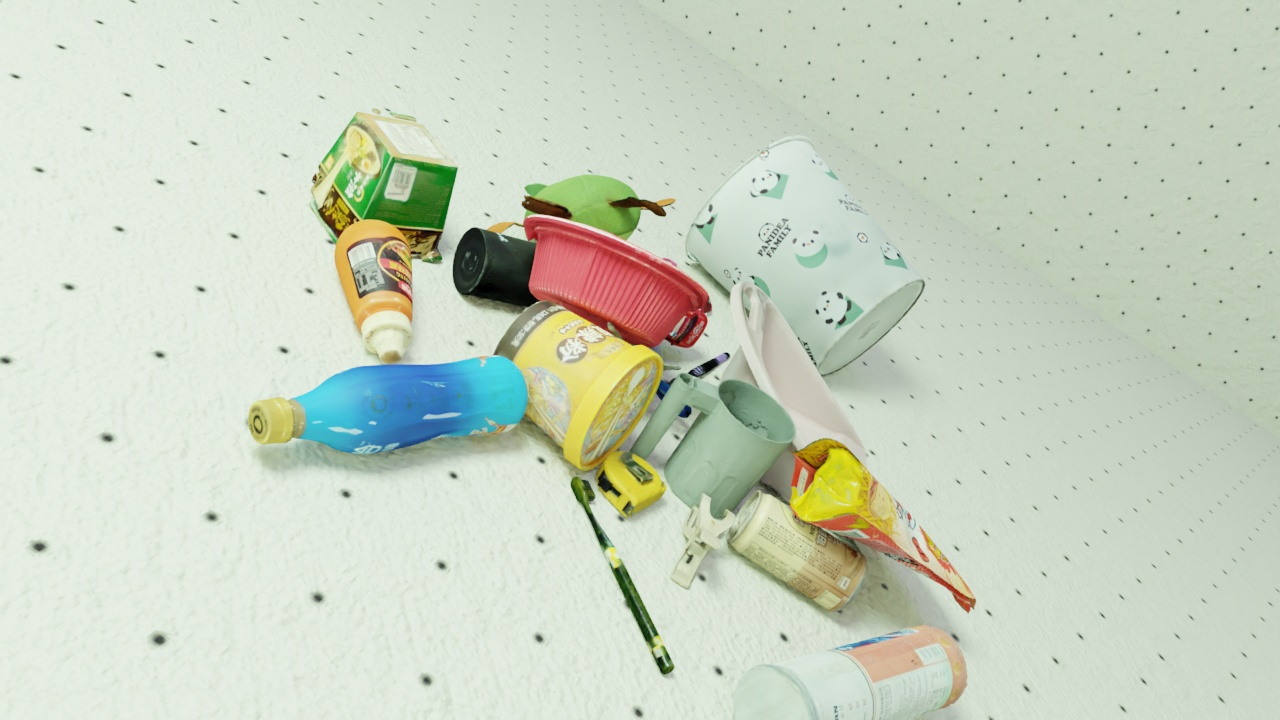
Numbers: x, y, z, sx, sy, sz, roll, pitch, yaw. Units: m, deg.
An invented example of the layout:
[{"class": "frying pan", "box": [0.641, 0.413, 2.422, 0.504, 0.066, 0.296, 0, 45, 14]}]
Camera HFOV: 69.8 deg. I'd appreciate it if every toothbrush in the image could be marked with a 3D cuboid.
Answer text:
[{"class": "toothbrush", "box": [0.069, 0.010, 1.045, 0.014, 0.017, 0.188, 40, 27, 13]}, {"class": "toothbrush", "box": [-0.015, 0.161, 0.714, 0.017, 0.012, 0.185, 21, 28, -44]}]

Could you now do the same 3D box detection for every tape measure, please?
[{"class": "tape measure", "box": [-0.008, 0.103, 0.797, 0.057, 0.029, 0.059, 43, 29, 20]}]

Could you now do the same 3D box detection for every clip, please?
[{"class": "clip", "box": [0.054, 0.150, 0.778, 0.034, 0.070, 0.099, 34, 21, -1]}]

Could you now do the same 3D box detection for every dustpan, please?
[{"class": "dustpan", "box": [0.180, 0.046, 0.972, 0.273, 0.139, 0.222, 29, 27, -8]}]

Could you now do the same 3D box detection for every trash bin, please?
[{"class": "trash bin", "box": [0.225, -0.131, 1.229, 0.252, 0.230, 0.229, 50, 32, 20]}]

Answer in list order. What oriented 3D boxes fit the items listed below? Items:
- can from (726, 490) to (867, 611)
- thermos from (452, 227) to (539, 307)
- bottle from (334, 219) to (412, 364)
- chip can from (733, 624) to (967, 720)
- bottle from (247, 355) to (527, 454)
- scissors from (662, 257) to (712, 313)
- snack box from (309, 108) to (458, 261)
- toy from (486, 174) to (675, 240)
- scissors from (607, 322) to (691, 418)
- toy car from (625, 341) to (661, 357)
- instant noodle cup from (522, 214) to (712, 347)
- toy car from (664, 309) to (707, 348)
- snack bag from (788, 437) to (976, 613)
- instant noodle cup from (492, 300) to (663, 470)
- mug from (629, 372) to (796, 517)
[{"class": "can", "box": [0.139, 0.169, 0.814, 0.116, 0.059, 0.058, 33, 27, -1]}, {"class": "thermos", "box": [-0.085, -0.083, 0.991, 0.242, 0.068, 0.090, 11, 2, -40]}, {"class": "bottle", "box": [-0.225, -0.056, 0.794, 0.066, 0.067, 0.149, 11, 42, -36]}, {"class": "chip can", "box": [0.168, 0.251, 0.700, 0.214, 0.071, 0.071, 5, 39, -43]}, {"class": "bottle", "box": [-0.181, 0.033, 0.684, 0.218, 0.065, 0.065, -5, 46, -51]}, {"class": "scissors", "box": [0.039, -0.093, 1.180, 0.134, 0.017, 0.133, 35, 32, -1]}, {"class": "snack box", "box": [-0.247, -0.175, 0.906, 0.118, 0.106, 0.117, -4, 46, -49]}, {"class": "toy", "box": [-0.067, -0.163, 1.030, 0.226, 0.090, 0.247, -8, 9, -11]}, {"class": "scissors", "box": [-0.001, 0.008, 0.882, 0.162, 0.012, 0.176, 20, -20, 44]}, {"class": "toy car", "box": [0.002, -0.007, 0.983, 0.043, 0.034, 0.090, 21, 28, -17]}, {"class": "instant noodle cup", "box": [-0.032, -0.066, 0.862, 0.194, 0.065, 0.194, 22, -7, 3]}, {"class": "toy car", "box": [0.029, -0.047, 1.005, 0.120, 0.053, 0.045, 22, 14, -47]}, {"class": "snack bag", "box": [0.219, 0.152, 0.836, 0.208, 0.073, 0.128, 37, 3, -36]}, {"class": "instant noodle cup", "box": [-0.059, 0.016, 0.798, 0.114, 0.119, 0.118, 34, 26, 19]}, {"class": "mug", "box": [0.063, 0.074, 0.839, 0.124, 0.104, 0.083, 23, 29, -17]}]
